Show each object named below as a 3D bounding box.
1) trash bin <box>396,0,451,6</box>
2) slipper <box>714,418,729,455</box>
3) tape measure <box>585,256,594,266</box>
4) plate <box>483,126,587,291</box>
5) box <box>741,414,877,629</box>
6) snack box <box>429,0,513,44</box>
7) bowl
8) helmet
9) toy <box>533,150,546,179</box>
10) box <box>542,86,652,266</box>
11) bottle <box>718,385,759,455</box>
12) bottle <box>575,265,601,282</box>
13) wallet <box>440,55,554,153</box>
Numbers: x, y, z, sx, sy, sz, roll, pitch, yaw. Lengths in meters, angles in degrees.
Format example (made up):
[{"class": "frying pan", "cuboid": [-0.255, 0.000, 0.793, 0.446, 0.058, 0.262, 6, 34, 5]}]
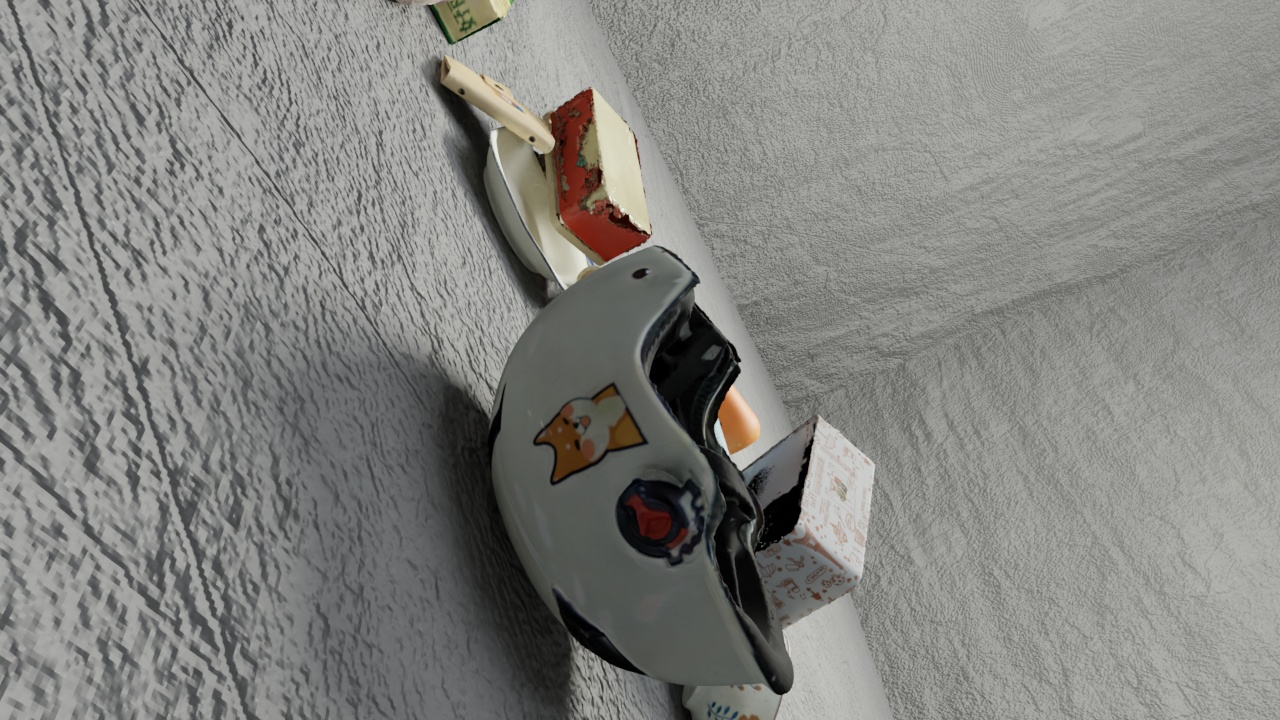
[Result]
[{"class": "trash bin", "cuboid": [-0.159, -0.410, 0.762, 0.227, 0.227, 0.192, -82, 160, -70]}, {"class": "slipper", "cuboid": [0.058, 0.108, 0.977, 0.246, 0.074, 0.104, 70, 6, -52]}, {"class": "tape measure", "cuboid": [-0.066, -0.098, 0.999, 0.054, 0.025, 0.058, 52, 14, -48]}, {"class": "plate", "cuboid": [-0.105, -0.138, 0.863, 0.164, 0.034, 0.163, -78, 144, -72]}, {"class": "box", "cuboid": [0.123, 0.198, 0.873, 0.178, 0.126, 0.274, -61, 171, -55]}, {"class": "snack box", "cuboid": [-0.188, -0.425, 0.982, 0.239, 0.063, 0.114, -95, 159, -60]}, {"class": "bowl", "cuboid": [0.072, 0.268, 0.753, 0.062, 0.114, 0.113, 22, 17, -2]}, {"class": "helmet", "cuboid": [-0.009, 0.073, 0.567, 0.230, 0.157, 0.274, 37, 41, -74]}, {"class": "toy", "cuboid": [-0.084, -0.181, 1.017, 0.105, 0.066, 0.157, 36, -4, 19]}, {"class": "box", "cuboid": [-0.039, -0.188, 0.905, 0.091, 0.080, 0.168, 37, 35, -44]}, {"class": "bottle", "cuboid": [0.090, 0.042, 1.135, 0.149, 0.067, 0.066, 60, 11, 0]}, {"class": "bottle", "cuboid": [-0.025, -0.062, 0.934, 0.206, 0.060, 0.059, 22, 46, -79]}, {"class": "wallet", "cuboid": [-0.134, -0.242, 0.855, 0.115, 0.024, 0.087, 29, 18, -28]}]
